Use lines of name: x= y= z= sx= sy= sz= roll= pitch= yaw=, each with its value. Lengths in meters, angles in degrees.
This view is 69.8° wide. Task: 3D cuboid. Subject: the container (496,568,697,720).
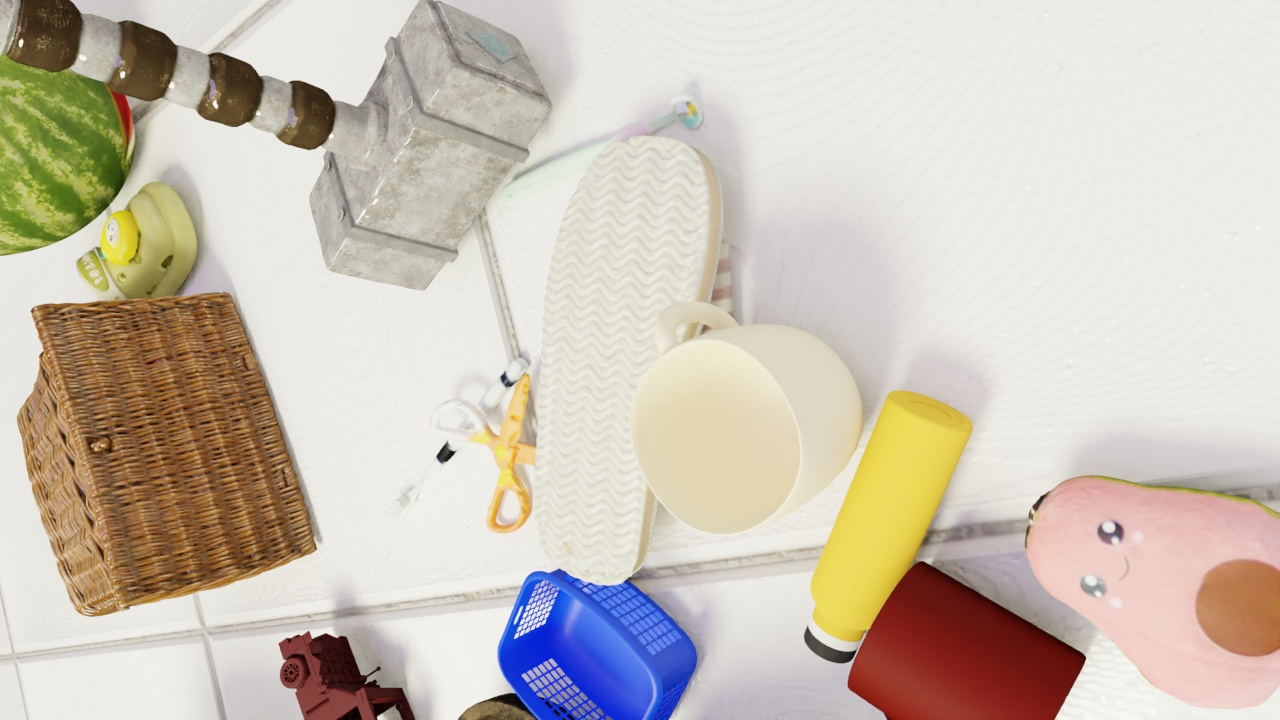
container: x=-0.025 y=0.185 z=0.575 sx=0.114 sy=0.058 sz=0.096 roll=34 pitch=114 yaw=27

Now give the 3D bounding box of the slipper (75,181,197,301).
slipper: x=-0.484 y=-0.088 z=0.857 sx=0.191 sy=0.081 sz=0.091 roll=-47 pitch=67 yaw=33

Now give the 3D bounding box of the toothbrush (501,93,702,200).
toothbrush: x=-0.030 y=-0.127 z=0.566 sx=0.155 sy=0.015 sz=0.022 roll=-16 pitch=121 yaw=35

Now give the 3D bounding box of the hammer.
hammer: x=-0.223 y=-0.149 z=0.514 sx=0.177 sy=0.325 sz=0.079 roll=-47 pitch=52 yaw=30

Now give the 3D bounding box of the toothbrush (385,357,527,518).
toothbrush: x=-0.136 y=0.061 z=0.664 sx=0.012 sy=0.017 sz=0.187 roll=47 pitch=120 yaw=6

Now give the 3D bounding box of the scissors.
scissors: x=-0.097 y=0.061 z=0.630 sx=0.131 sy=0.011 sz=0.125 roll=26 pitch=114 yaw=18

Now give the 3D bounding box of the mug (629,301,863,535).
mug: x=0.056 y=0.020 z=0.471 sx=0.096 sy=0.099 sz=0.120 roll=-39 pitch=75 yaw=34

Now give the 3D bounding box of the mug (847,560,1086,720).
mug: x=0.152 y=0.161 z=0.444 sx=0.082 sy=0.073 sz=0.106 roll=29 pitch=135 yaw=29

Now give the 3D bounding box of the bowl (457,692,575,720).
bowl: x=-0.068 y=0.278 z=0.619 sx=0.121 sy=0.056 sz=0.121 roll=5 pitch=99 yaw=35

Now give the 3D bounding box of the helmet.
helmet: x=-0.587 y=-0.208 z=0.818 sx=0.243 sy=0.247 sz=0.213 roll=-17 pitch=63 yaw=-4

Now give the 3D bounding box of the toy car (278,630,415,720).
toy car: x=-0.219 y=0.284 z=0.711 sx=0.062 sy=0.070 sz=0.169 roll=-34 pitch=64 yaw=5

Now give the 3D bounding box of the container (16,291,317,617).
container: x=-0.424 y=0.095 z=0.791 sx=0.184 sy=0.161 sz=0.250 roll=-31 pitch=77 yaw=38

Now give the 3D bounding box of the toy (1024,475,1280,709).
toy: x=0.221 y=0.093 z=0.393 sx=0.110 sy=0.051 sz=0.090 roll=22 pitch=107 yaw=32

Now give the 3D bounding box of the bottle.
bottle: x=0.121 y=0.088 z=0.469 sx=0.043 sy=0.043 sz=0.144 roll=28 pitch=111 yaw=30

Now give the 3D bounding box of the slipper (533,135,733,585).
slipper: x=-0.003 y=0.003 z=0.542 sx=0.115 sy=0.052 sz=0.263 roll=16 pitch=101 yaw=31
